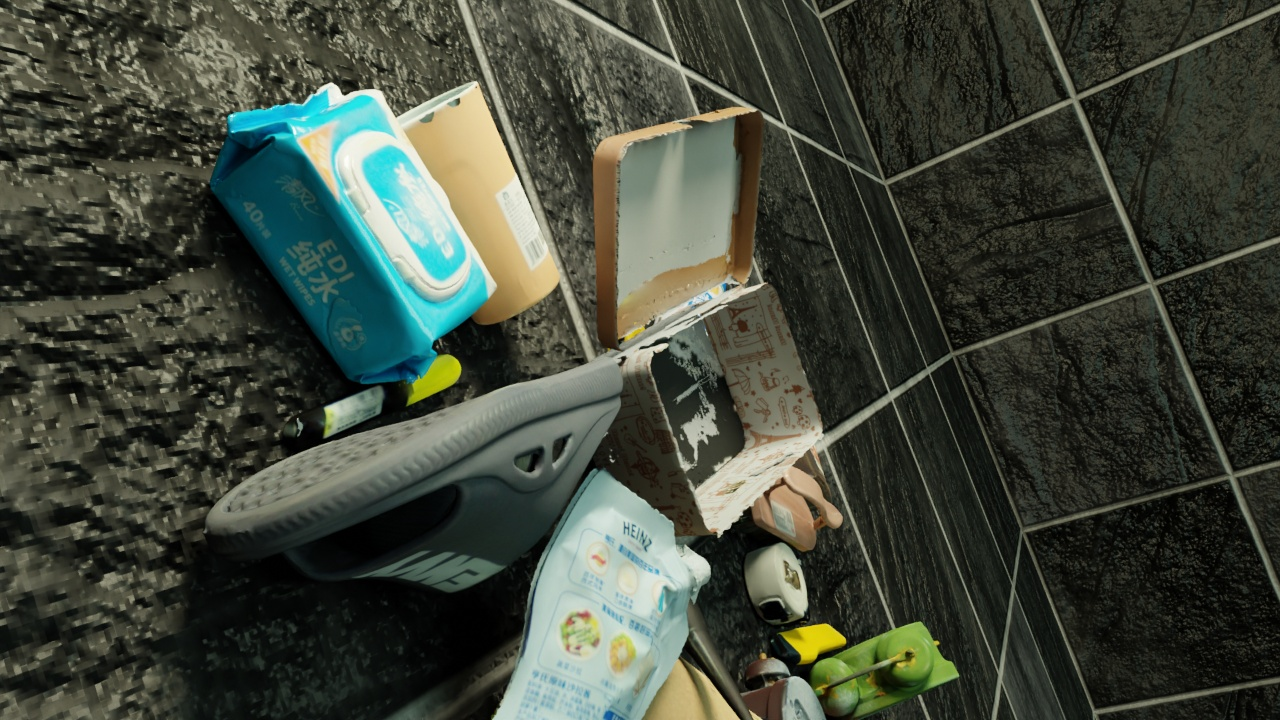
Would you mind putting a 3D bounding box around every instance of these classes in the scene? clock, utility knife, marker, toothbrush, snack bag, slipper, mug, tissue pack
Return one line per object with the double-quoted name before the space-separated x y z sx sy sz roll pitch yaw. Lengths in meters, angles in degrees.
"clock" 0.100 0.266 0.661 0.082 0.055 0.121 59 25 -16
"utility knife" 0.151 0.253 0.816 0.033 0.015 0.154 45 13 29
"marker" -0.128 0.018 0.450 0.123 0.015 0.018 -31 115 -62
"toothbrush" 0.022 0.140 0.514 0.026 0.027 0.212 46 1 -45
"snack bag" -0.026 0.155 0.423 0.110 0.039 0.190 37 63 -32
"slipper" -0.070 0.056 0.427 0.083 0.111 0.267 70 21 -1
"mug" -0.099 -0.087 0.528 0.123 0.078 0.078 62 25 -23
"tissue pack" -0.133 -0.063 0.446 0.140 0.063 0.089 60 26 -17
"clock" 0.212 0.277 0.811 0.161 0.116 0.056 28 34 -59

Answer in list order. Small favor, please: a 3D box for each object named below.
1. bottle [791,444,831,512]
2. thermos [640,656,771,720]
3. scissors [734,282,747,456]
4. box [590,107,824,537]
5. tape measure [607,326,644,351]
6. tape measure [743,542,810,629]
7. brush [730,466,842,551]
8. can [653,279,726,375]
"bottle" 0.150 0.058 0.937 0.080 0.044 0.194 58 19 -46
"thermos" 0.023 0.214 0.514 0.143 0.093 0.092 50 29 -19
"scissors" 0.092 0.017 0.797 0.175 0.012 0.163 -115 -155 -54
"box" 0.035 -0.028 0.630 0.177 0.107 0.272 -31 117 -49
"tape measure" -0.004 0.004 0.696 0.060 0.029 0.057 54 27 -24
"tape measure" 0.116 0.190 0.782 0.066 0.034 0.065 39 36 -48
"brush" 0.129 0.131 0.811 0.145 0.073 0.063 38 37 -51
"can" 0.042 -0.039 0.795 0.053 0.053 0.134 56 27 -23
